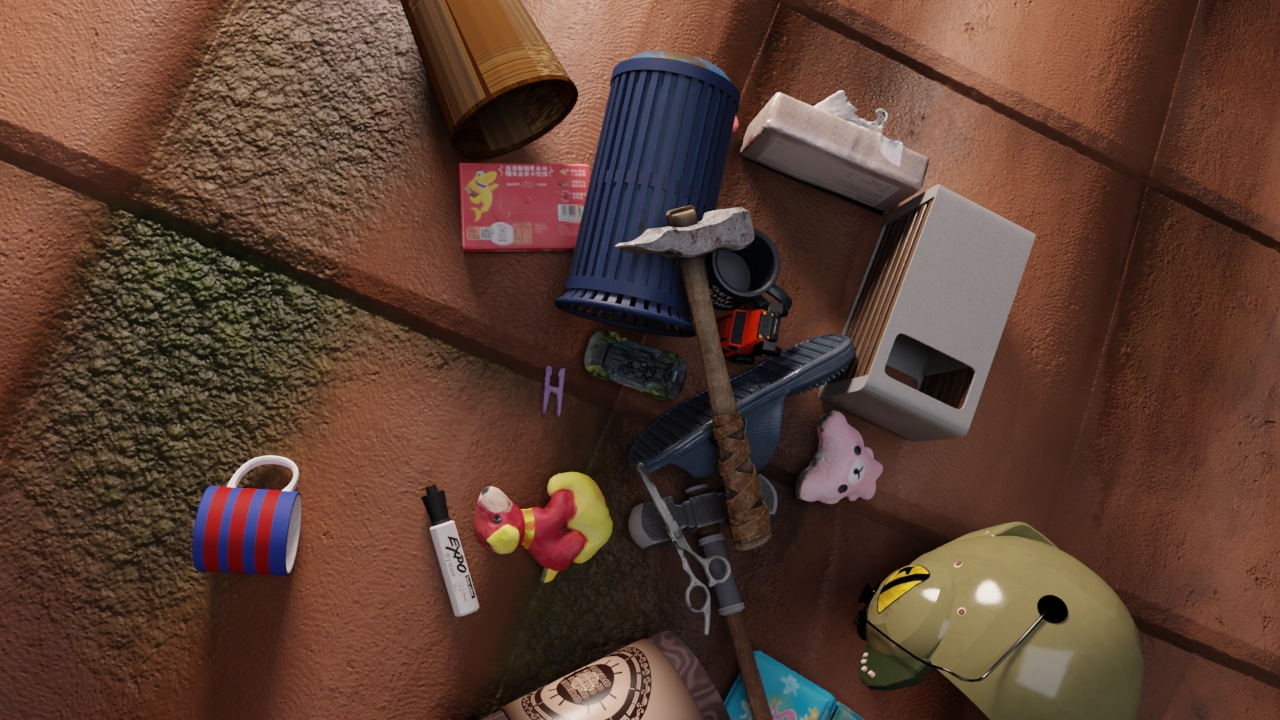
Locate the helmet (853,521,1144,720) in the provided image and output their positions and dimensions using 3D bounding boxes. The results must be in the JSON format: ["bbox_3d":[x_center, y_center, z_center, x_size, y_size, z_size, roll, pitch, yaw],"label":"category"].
[{"bbox_3d":[0.326,0.269,0.843,0.232,0.256,0.250,-41,94,-10],"label":"helmet"}]

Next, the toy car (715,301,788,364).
[{"bbox_3d":[0.107,-0.027,0.924,0.048,0.100,0.051,15,78,-16],"label":"toy car"}]

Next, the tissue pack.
[{"bbox_3d":[0.208,-0.225,0.969,0.181,0.104,0.071,23,77,-7],"label":"tissue pack"}]

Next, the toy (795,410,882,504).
[{"bbox_3d":[0.213,0.111,0.956,0.096,0.053,0.099,26,82,-21],"label":"toy"}]

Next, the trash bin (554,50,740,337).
[{"bbox_3d":[0.012,-0.159,0.887,0.139,0.139,0.249,13,86,-10],"label":"trash bin"}]

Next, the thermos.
[{"bbox_3d":[-0.042,0.354,0.819,0.225,0.173,0.172,-25,89,-20],"label":"thermos"}]

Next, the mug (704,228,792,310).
[{"bbox_3d":[0.110,-0.082,0.942,0.105,0.077,0.071,38,77,-5],"label":"mug"}]

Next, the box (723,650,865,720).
[{"bbox_3d":[0.125,0.422,0.888,0.172,0.083,0.227,34,78,-6],"label":"box"}]

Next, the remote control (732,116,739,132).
[{"bbox_3d":[0.050,-0.238,0.980,0.125,0.018,0.038,-33,91,-15],"label":"remote control"}]

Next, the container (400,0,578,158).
[{"bbox_3d":[-0.156,-0.305,0.893,0.132,0.132,0.167,-25,83,-14],"label":"container"}]

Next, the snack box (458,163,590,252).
[{"bbox_3d":[-0.116,-0.155,0.933,0.133,0.021,0.089,-2,83,-12],"label":"snack box"}]

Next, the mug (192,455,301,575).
[{"bbox_3d":[-0.350,0.137,0.829,0.076,0.075,0.111,6,56,-11],"label":"mug"}]

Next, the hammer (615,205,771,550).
[{"bbox_3d":[0.069,0.021,0.824,0.121,0.049,0.319,-20,103,-27],"label":"hammer"}]

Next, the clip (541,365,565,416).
[{"bbox_3d":[-0.091,0.030,0.921,0.037,0.013,0.053,23,77,-9],"label":"clip"}]

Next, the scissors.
[{"bbox_3d":[0.031,0.175,0.852,0.171,0.014,0.090,44,65,-16],"label":"scissors"}]

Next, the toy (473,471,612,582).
[{"bbox_3d":[-0.093,0.162,0.885,0.137,0.067,0.105,0,85,-24],"label":"toy"}]

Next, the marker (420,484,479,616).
[{"bbox_3d":[-0.183,0.180,0.876,0.025,0.025,0.126,-16,87,-13],"label":"marker"}]

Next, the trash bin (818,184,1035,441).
[{"bbox_3d":[0.296,-0.045,0.958,0.114,0.115,0.228,25,79,-8],"label":"trash bin"}]

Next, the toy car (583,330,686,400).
[{"bbox_3d":[-0.005,0.005,0.931,0.105,0.033,0.048,20,82,-5],"label":"toy car"}]

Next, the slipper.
[{"bbox_3d":[0.109,0.062,0.922,0.263,0.101,0.082,-29,106,-14],"label":"slipper"}]

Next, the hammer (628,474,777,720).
[{"bbox_3d":[0.098,0.276,0.879,0.156,0.043,0.322,-12,73,-13],"label":"hammer"}]
